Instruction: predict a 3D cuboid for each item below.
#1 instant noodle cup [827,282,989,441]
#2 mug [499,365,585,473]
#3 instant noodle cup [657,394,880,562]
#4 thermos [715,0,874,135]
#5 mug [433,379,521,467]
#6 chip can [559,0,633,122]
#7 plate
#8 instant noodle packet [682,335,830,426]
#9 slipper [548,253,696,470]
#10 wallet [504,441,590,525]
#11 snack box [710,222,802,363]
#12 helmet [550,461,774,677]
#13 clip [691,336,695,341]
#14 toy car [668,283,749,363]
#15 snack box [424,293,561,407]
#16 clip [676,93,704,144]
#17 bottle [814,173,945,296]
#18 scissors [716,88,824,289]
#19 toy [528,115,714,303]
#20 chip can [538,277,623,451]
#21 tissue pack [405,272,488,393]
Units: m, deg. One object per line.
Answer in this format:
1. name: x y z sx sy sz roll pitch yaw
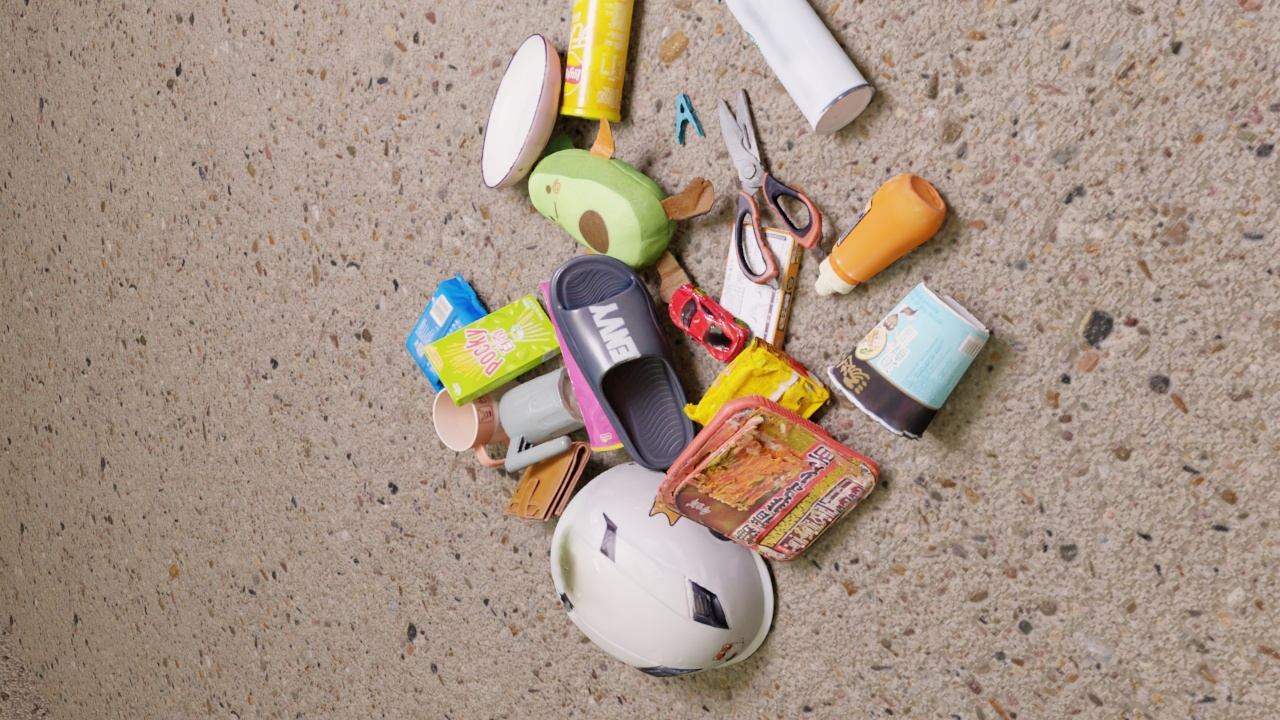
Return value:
1. instant noodle cup: 0.255 -0.005 0.857 0.111 0.111 0.121 44 111 24
2. mug: -0.114 0.073 1.136 0.104 0.083 0.123 -24 41 34
3. instant noodle cup: 0.126 0.113 0.944 0.188 0.079 0.165 28 121 -18
4. thermos: 0.141 -0.331 0.917 0.073 0.073 0.224 -41 71 33
5. mug: -0.198 0.082 1.201 0.082 0.105 0.114 -34 76 35
6. chip can: -0.045 -0.384 1.046 0.072 0.071 0.213 17 106 34
7. plate: -0.140 -0.296 1.113 0.193 0.039 0.192 -37 46 50
8. instant noodle packet: 0.124 0.045 0.973 0.110 0.044 0.129 34 122 -12
9. slipper: -0.006 0.006 1.008 0.268 0.110 0.083 65 171 -15
10. wallet: -0.118 0.155 1.135 0.118 0.035 0.131 -60 21 -19
11. snack box: 0.124 -0.067 0.989 0.075 0.026 0.154 19 106 34
12. helmet: 0.001 0.248 1.041 0.274 0.156 0.231 42 119 25
13. clip: 0.068 -0.050 1.035 0.042 0.026 0.058 -6 92 45
14. toy car: 0.070 -0.042 0.998 0.106 0.031 0.049 43 119 29
15. snack box: -0.183 -0.014 1.158 0.085 0.156 0.026 55 162 19
16. clip: 0.051 -0.271 1.026 0.033 0.013 0.054 -13 88 36
17. bottle: 0.224 -0.113 0.891 0.150 0.066 0.066 -46 69 39
18. scissors: 0.130 -0.185 0.956 0.206 0.015 0.202 26 100 34
19. toy: -0.033 -0.170 1.050 0.247 0.089 0.227 28 131 27
20. chip can: -0.055 -0.003 1.079 0.072 0.071 0.210 -11 101 37
21. tissue pack: -0.263 -0.036 1.268 0.095 0.052 0.157 52 122 22
